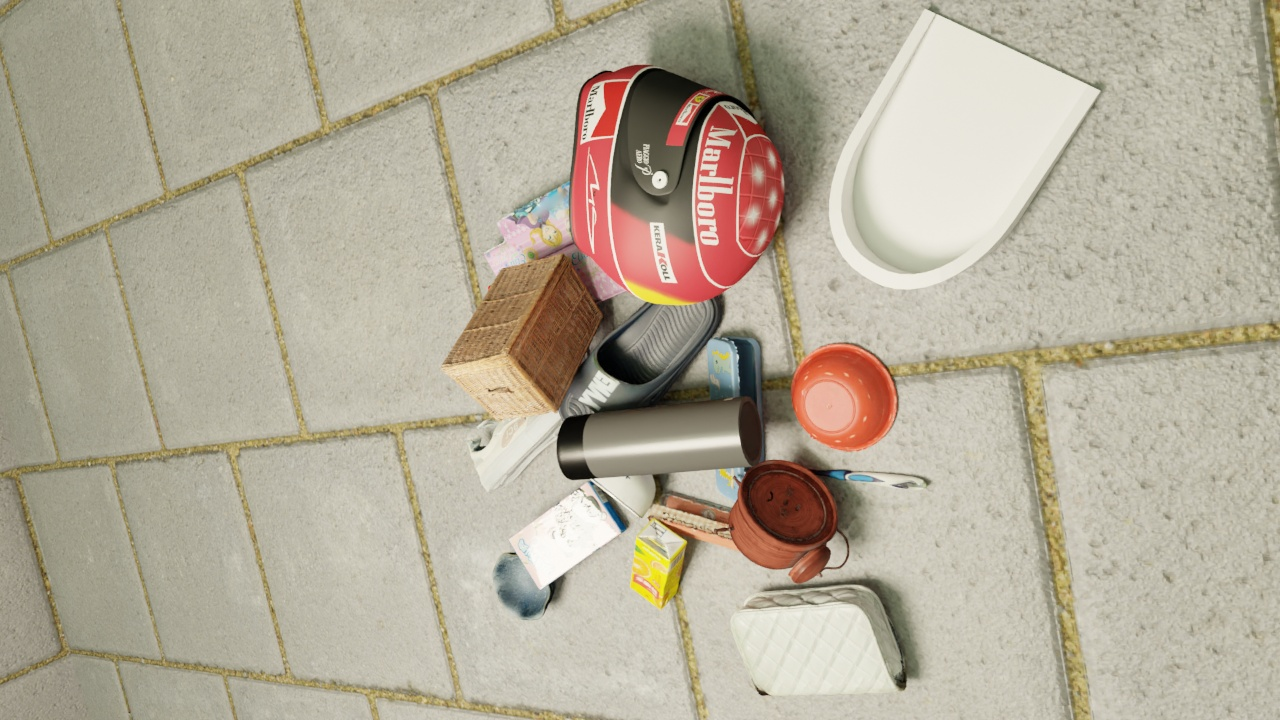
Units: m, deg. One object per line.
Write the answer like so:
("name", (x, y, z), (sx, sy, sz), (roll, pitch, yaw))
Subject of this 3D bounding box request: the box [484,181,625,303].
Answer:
("box", (-0.120, -0.138, 1.237), (0.231, 0.035, 0.159), (-20, 103, 35))

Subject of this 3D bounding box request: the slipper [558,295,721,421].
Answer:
("slipper", (-0.007, 0.007, 1.158), (0.110, 0.083, 0.269), (46, 110, 4))

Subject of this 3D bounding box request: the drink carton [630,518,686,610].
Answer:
("drink carton", (0.023, 0.274, 1.228), (0.058, 0.042, 0.135), (32, 142, 23))

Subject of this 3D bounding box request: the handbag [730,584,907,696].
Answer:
("handbag", (0.217, 0.346, 1.127), (0.195, 0.072, 0.139), (-15, 102, 35))

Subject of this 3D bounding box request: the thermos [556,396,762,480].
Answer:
("thermos", (0.020, 0.096, 1.112), (0.241, 0.082, 0.082), (-8, 97, 25))

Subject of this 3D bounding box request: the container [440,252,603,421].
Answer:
("container", (-0.143, -0.027, 1.161), (0.114, 0.197, 0.113), (-10, 130, 35))

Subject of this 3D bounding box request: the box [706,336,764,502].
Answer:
("box", (0.110, 0.075, 1.141), (0.068, 0.058, 0.210), (5, 103, 35))

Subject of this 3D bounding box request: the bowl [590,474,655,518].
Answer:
("bowl", (-0.025, 0.154, 1.230), (0.113, 0.113, 0.063), (35, 80, 22))

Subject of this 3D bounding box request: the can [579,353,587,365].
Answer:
("can", (-0.130, 0.003, 1.279), (0.105, 0.064, 0.064), (-1, 101, 34))

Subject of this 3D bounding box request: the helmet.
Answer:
("helmet", (0.048, -0.197, 1.033), (0.225, 0.197, 0.271), (7, 96, 33))

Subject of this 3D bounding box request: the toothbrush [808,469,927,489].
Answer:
("toothbrush", (0.245, 0.139, 1.089), (0.189, 0.017, 0.016), (2, 101, 34))

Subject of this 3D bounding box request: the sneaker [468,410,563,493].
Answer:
("sneaker", (-0.170, 0.094, 1.315), (0.243, 0.089, 0.090), (-42, 75, 34))

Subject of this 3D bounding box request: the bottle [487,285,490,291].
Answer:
("bottle", (-0.218, -0.051, 1.343), (0.036, 0.036, 0.119), (17, 110, 30))

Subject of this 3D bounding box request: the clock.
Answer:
("clock", (0.175, 0.191, 1.075), (0.158, 0.120, 0.072), (25, 136, 3))

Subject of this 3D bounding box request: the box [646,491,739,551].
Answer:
("box", (0.103, 0.214, 1.198), (0.188, 0.063, 0.056), (13, 144, 28))

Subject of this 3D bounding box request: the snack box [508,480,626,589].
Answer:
("snack box", (-0.105, 0.249, 1.312), (0.154, 0.033, 0.088), (-37, 79, 13))

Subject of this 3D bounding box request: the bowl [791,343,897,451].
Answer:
("bowl", (0.227, 0.048, 1.062), (0.131, 0.045, 0.130), (9, 107, 32))

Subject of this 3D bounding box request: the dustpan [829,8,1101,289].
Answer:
("dustpan", (0.304, -0.199, 0.945), (0.191, 0.053, 0.258), (36, 119, 22))

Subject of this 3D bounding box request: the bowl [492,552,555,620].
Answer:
("bowl", (-0.168, 0.334, 1.391), (0.110, 0.055, 0.110), (9, 107, 32))
